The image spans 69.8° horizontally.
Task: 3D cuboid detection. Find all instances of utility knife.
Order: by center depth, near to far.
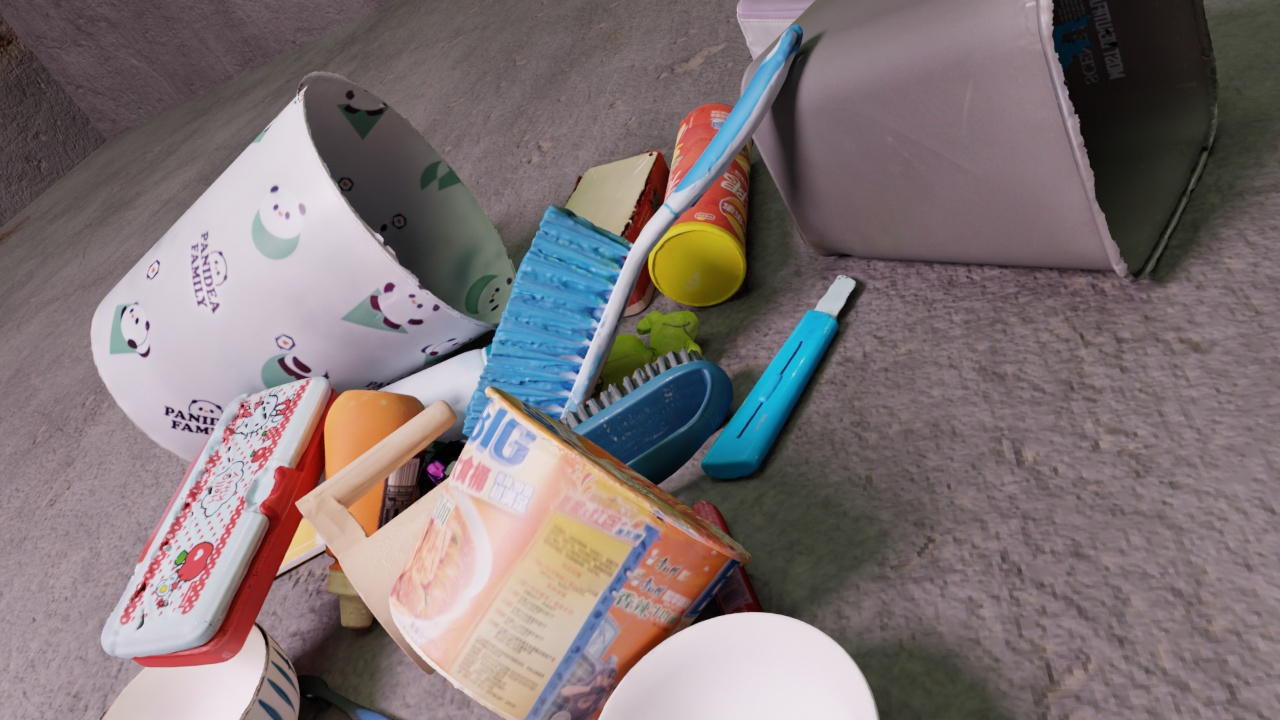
[{"bbox_3d":[0.096,0.004,0.582,0.034,0.018,0.185,4,44,41],"label":"utility knife"}]

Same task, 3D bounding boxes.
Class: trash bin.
[{"bbox_3d":[0.207,-0.166,0.577,0.220,0.199,0.198,3,43,49],"label":"trash bin"},{"bbox_3d":[-0.263,-0.053,0.714,0.252,0.229,0.229,-34,32,15],"label":"trash bin"}]

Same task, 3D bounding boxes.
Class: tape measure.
[{"bbox_3d":[-0.114,0.082,0.600,0.039,0.057,0.058,-39,18,-17],"label":"tape measure"}]

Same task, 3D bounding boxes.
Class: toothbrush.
[{"bbox_3d":[-0.134,0.203,0.500,0.190,0.016,0.014,5,38,38],"label":"toothbrush"}]

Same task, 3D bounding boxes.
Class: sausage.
[{"bbox_3d":[0.049,0.121,0.460,0.020,0.020,0.155,-28,33,3],"label":"sausage"}]

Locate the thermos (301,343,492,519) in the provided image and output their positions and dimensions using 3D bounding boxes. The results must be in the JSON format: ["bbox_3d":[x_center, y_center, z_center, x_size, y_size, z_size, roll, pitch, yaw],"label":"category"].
[{"bbox_3d":[-0.164,0.048,0.663,0.224,0.073,0.073,-23,33,-1],"label":"thermos"}]

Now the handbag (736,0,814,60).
[{"bbox_3d":[0.208,-0.331,0.866,0.144,0.098,0.197,-40,34,-13],"label":"handbag"}]

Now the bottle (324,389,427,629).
[{"bbox_3d":[-0.174,0.095,0.589,0.067,0.066,0.149,-3,79,35],"label":"bottle"}]

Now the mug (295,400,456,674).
[{"bbox_3d":[-0.118,0.098,0.532,0.103,0.124,0.084,-38,-6,-16],"label":"mug"}]

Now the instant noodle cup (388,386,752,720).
[{"bbox_3d":[-0.039,0.098,0.439,0.111,0.151,0.151,-56,37,-3],"label":"instant noodle cup"}]

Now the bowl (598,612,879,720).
[{"bbox_3d":[0.044,0.167,0.360,0.118,0.065,0.118,-21,34,15],"label":"bowl"}]

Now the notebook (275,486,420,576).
[{"bbox_3d":[-0.249,0.082,0.746,0.146,0.010,0.206,-29,33,0],"label":"notebook"}]

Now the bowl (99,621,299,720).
[{"bbox_3d":[-0.241,0.212,0.517,0.117,0.066,0.116,-19,34,14],"label":"bowl"}]

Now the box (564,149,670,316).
[{"bbox_3d":[-0.029,-0.112,0.776,0.091,0.077,0.167,-10,37,26],"label":"box"}]

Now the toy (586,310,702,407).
[{"bbox_3d":[-0.004,0.004,0.643,0.100,0.031,0.096,-17,43,15],"label":"toy"}]

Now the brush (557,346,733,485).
[{"bbox_3d":[-0.005,0.050,0.562,0.144,0.055,0.073,-31,32,-3],"label":"brush"}]

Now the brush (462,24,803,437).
[{"bbox_3d":[-0.011,-0.076,0.579,0.060,0.109,0.315,-72,4,-77],"label":"brush"}]

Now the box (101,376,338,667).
[{"bbox_3d":[-0.252,0.090,0.566,0.087,0.047,0.200,-9,43,16],"label":"box"}]

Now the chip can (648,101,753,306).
[{"bbox_3d":[0.055,-0.133,0.746,0.073,0.073,0.216,-15,35,21],"label":"chip can"}]
